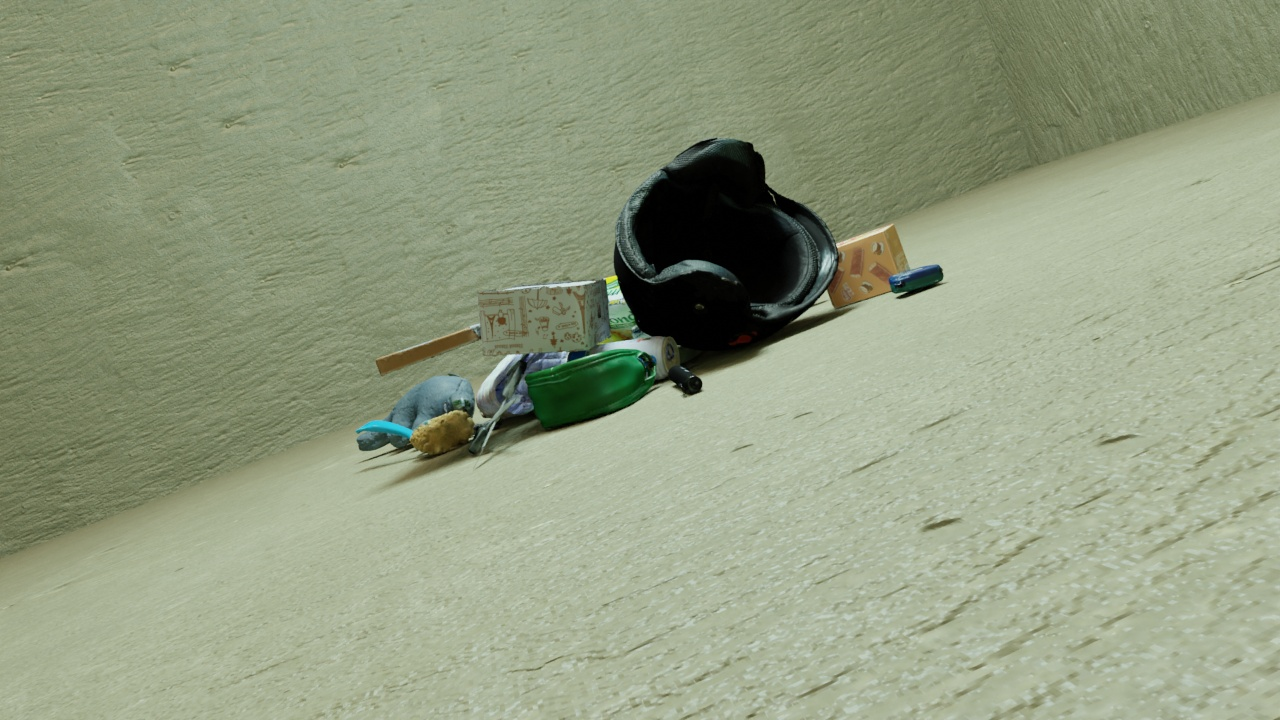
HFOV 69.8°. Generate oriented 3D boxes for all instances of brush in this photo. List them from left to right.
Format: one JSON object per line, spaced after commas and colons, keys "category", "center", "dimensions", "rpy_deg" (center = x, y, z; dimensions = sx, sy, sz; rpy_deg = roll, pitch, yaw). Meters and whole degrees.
{"category": "brush", "center": [-0.328, 0.098, 1.294], "dimensions": [0.255, 0.046, 0.083], "rpy_deg": [0, 28, 43]}

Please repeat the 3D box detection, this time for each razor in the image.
{"category": "razor", "center": [-0.251, 0.100, 1.292], "dimensions": [0.143, 0.022, 0.042], "rpy_deg": [-14, 41, 24]}

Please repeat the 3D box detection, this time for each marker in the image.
{"category": "marker", "center": [0.046, 0.021, 0.974], "dimensions": [0.022, 0.020, 0.132], "rpy_deg": [-37, 7, -2]}

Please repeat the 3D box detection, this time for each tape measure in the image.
{"category": "tape measure", "center": [0.319, -0.093, 1.068], "dimensions": [0.058, 0.025, 0.054], "rpy_deg": [-16, 3, 1]}

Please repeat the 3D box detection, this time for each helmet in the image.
{"category": "helmet", "center": [0.098, -0.124, 1.156], "dimensions": [0.274, 0.233, 0.231], "rpy_deg": [13, -29, -5]}

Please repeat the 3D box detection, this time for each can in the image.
{"category": "can", "center": [-0.021, 0.003, 1.138], "dimensions": [0.135, 0.053, 0.053], "rpy_deg": [-7, 10, 25]}

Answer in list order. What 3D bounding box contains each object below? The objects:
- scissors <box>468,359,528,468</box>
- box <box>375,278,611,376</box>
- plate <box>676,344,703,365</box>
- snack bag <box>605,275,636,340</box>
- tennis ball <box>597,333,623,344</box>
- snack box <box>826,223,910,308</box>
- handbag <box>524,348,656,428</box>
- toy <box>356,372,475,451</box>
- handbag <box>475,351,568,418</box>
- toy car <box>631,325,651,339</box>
{"category": "scissors", "center": [-0.158, 0.060, 1.024], "dimensions": [0.159, 0.014, 0.177], "rpy_deg": [-66, 14, -23]}
{"category": "box", "center": [-0.178, -0.044, 1.127], "dimensions": [0.262, 0.088, 0.177], "rpy_deg": [-5, 7, 9]}
{"category": "plate", "center": [-0.008, 0.008, 1.286], "dimensions": [0.230, 0.027, 0.230], "rpy_deg": [-21, 5, 2]}
{"category": "snack bag", "center": [-0.024, -0.075, 1.436], "dimensions": [0.247, 0.068, 0.158], "rpy_deg": [-8, -26, 33]}
{"category": "tennis ball", "center": [-0.051, -0.010, 1.427], "dimensions": [0.065, 0.065, 0.065], "rpy_deg": [-20, 5, 2]}
{"category": "snack box", "center": [0.295, -0.125, 1.209], "dimensions": [0.095, 0.077, 0.092], "rpy_deg": [-18, 6, 26]}
{"category": "handbag", "center": [-0.059, 0.025, 1.056], "dimensions": [0.132, 0.068, 0.120], "rpy_deg": [-17, 6, 33]}
{"category": "toy", "center": [-0.330, 0.081, 1.444], "dimensions": [0.357, 0.091, 0.137], "rpy_deg": [-18, 17, 50]}
{"category": "handbag", "center": [-0.165, 0.025, 1.301], "dimensions": [0.134, 0.075, 0.194], "rpy_deg": [-46, 8, -18]}
{"category": "toy car", "center": [0.028, -0.042, 1.320], "dimensions": [0.049, 0.031, 0.105], "rpy_deg": [-19, -6, 32]}
